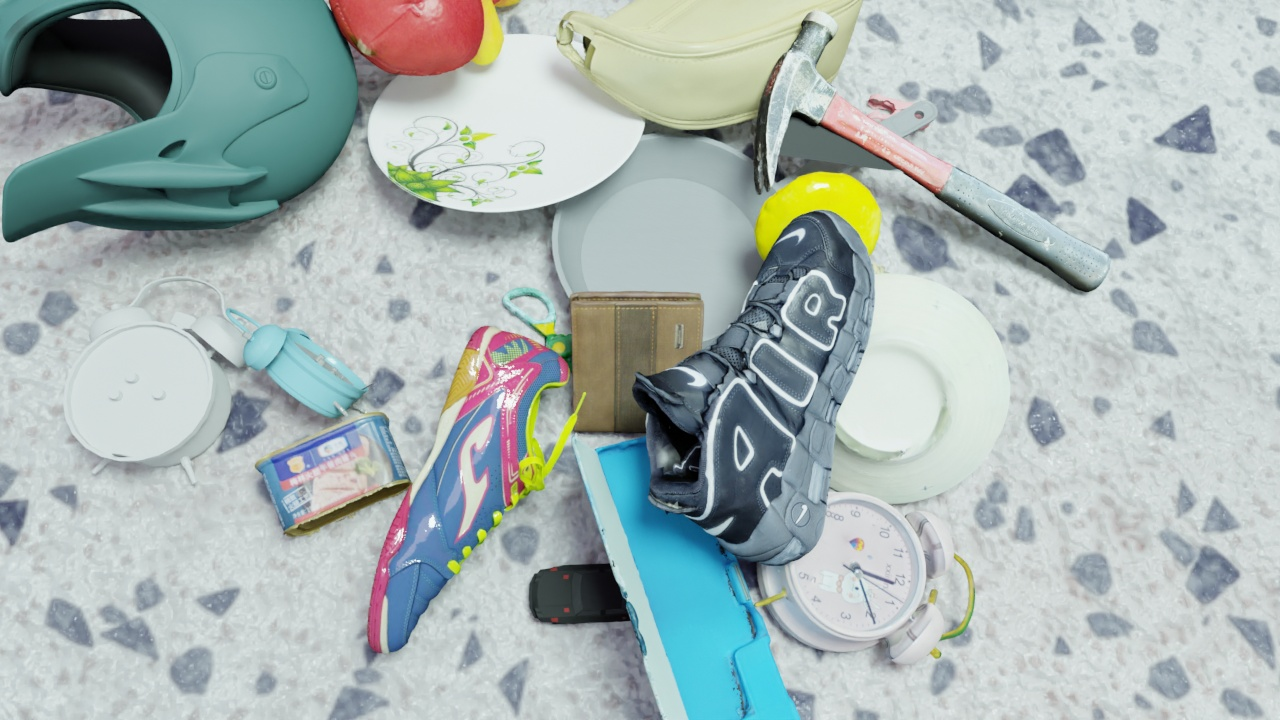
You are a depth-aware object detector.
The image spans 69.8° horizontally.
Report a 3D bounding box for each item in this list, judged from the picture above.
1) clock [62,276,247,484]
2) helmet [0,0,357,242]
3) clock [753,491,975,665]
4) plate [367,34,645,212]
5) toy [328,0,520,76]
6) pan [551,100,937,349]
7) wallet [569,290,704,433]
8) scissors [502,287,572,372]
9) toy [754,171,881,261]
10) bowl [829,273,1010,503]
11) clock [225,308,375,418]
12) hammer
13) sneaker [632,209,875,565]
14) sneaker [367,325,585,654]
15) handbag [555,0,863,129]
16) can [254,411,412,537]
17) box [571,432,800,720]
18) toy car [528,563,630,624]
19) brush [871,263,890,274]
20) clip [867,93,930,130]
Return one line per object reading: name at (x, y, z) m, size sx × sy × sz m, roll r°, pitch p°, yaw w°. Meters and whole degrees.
clock at (-0.364, 0.008, 0.695) m, size 0.120 × 0.061 × 0.159 m, roll 6°, pitch 73°, yaw -1°
helmet at (-0.345, -0.193, 0.683) m, size 0.274 × 0.177 × 0.200 m, roll -24°, pitch 90°, yaw -34°
clock at (0.166, 0.156, 0.667) m, size 0.158 × 0.059 × 0.116 m, roll 18°, pitch 70°, yaw -2°
plate at (-0.110, -0.195, 0.772) m, size 0.229 × 0.030 × 0.228 m, roll -1°, pitch 53°, yaw 1°
toy at (-0.166, -0.309, 0.744) m, size 0.147 × 0.099 × 0.215 m, roll 39°, pitch 46°, yaw -16°
pan at (0.096, -0.128, 0.763) m, size 0.356 × 0.051 × 0.200 m, roll -28°, pitch 76°, yaw -13°
wallet at (-0.004, 0.004, 0.693) m, size 0.098 × 0.121 × 0.026 m, roll 1°, pitch 30°, yaw -1°
scissors at (-0.070, -0.014, 0.740) m, size 0.125 × 0.011 × 0.130 m, roll -24°, pitch 76°, yaw -15°
toy at (0.135, -0.098, 0.695) m, size 0.096 × 0.094 × 0.041 m, roll -19°, pitch 32°, yaw 16°
bowl at (0.181, 0.026, 0.672) m, size 0.177 × 0.057 × 0.177 m, roll 2°, pitch 97°, yaw 14°
clock at (-0.259, -0.002, 0.691) m, size 0.123 × 0.087 × 0.042 m, roll 38°, pitch 87°, yaw -2°
hammer at (0.238, -0.137, 0.738) m, size 0.326 × 0.036 × 0.140 m, roll 27°, pitch 89°, yaw -11°
sneaker at (0.063, 0.005, 0.621) m, size 0.150 × 0.097 × 0.252 m, roll 17°, pitch 83°, yaw -35°
sneaker at (-0.118, 0.097, 0.651) m, size 0.091 × 0.116 × 0.241 m, roll 22°, pitch 82°, yaw -7°
handbag at (0.066, -0.277, 0.778) m, size 0.191 × 0.089 × 0.232 m, roll 34°, pitch 57°, yaw 23°
can at (-0.225, 0.086, 0.680) m, size 0.099 × 0.054 × 0.059 m, roll -23°, pitch 77°, yaw -9°
box at (0.016, 0.170, 0.626) m, size 0.070 × 0.170 × 0.243 m, roll -28°, pitch 73°, yaw 28°
toy car at (-0.036, 0.170, 0.670) m, size 0.091 × 0.036 × 0.042 m, roll -2°, pitch 72°, yaw -3°
brush at (0.165, -0.032, 0.741) m, size 0.049 × 0.039 × 0.117 m, roll 21°, pitch 75°, yaw 3°
clip at (0.227, -0.216, 0.813) m, size 0.060 × 0.023 × 0.044 m, roll 31°, pitch 78°, yaw 9°
